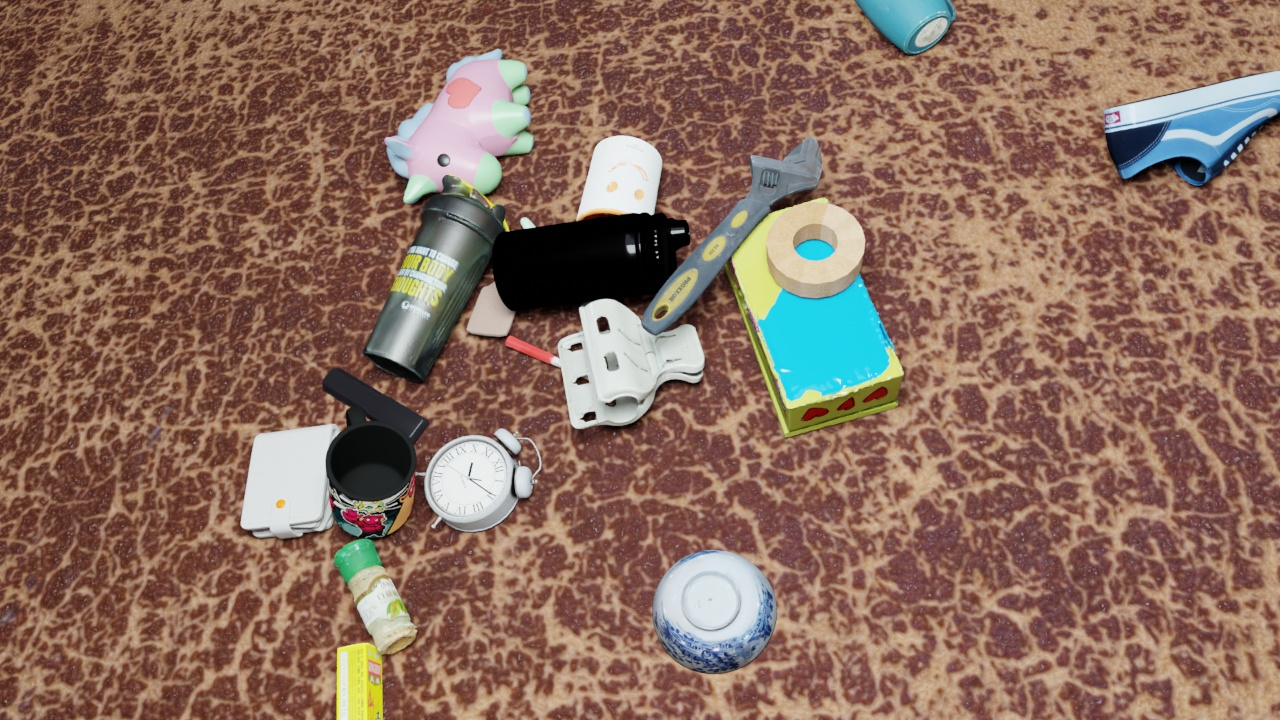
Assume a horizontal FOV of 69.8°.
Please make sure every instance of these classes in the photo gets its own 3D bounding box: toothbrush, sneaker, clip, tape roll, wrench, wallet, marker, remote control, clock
[{"bbox_3d":[-0.094,-0.110,1.035,0.022,0.015,0.154,-25,61,-26],"label":"toothbrush"},{"bbox_3d":[0.601,-0.240,0.960,0.241,0.083,0.098,-14,100,-6],"label":"sneaker"},{"bbox_3d":[-0.011,-0.006,0.924,0.152,0.101,0.126,-18,53,6],"label":"clip"},{"bbox_3d":[0.170,-0.108,0.896,0.094,0.027,0.093,-4,64,7],"label":"tape roll"},{"bbox_3d":[0.093,-0.128,0.921,0.073,0.022,0.273,36,74,15],"label":"wrench"},{"bbox_3d":[-0.347,0.124,0.952,0.115,0.037,0.118,-8,59,6],"label":"wallet"},{"bbox_3d":[-0.082,0.004,0.978,0.142,0.013,0.012,23,70,19],"label":"marker"},{"bbox_3d":[-0.289,0.046,0.991,0.136,0.015,0.032,27,71,21],"label":"remote control"},{"bbox_3d":[-0.158,0.117,0.922,0.122,0.035,0.094,-25,63,-2],"label":"clock"}]

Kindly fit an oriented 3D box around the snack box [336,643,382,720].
[{"bbox_3d":[-0.253,0.334,0.828,0.029,0.040,0.147,-11,63,3],"label":"snack box"}]

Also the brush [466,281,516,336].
[{"bbox_3d":[-0.152,-0.082,1.035,0.050,0.015,0.135,6,59,17],"label":"brush"}]

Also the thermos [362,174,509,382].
[{"bbox_3d":[-0.222,-0.088,1.008,0.098,0.098,0.220,16,72,17],"label":"thermos"}]

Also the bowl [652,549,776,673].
[{"bbox_3d":[0.064,0.221,0.826,0.114,0.045,0.114,-4,63,8],"label":"bowl"}]

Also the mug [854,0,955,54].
[{"bbox_3d":[0.325,-0.423,1.089,0.112,0.085,0.104,-14,65,-30],"label":"mug"}]

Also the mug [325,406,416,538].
[{"bbox_3d":[-0.268,0.102,0.898,0.081,0.098,0.118,-13,64,-23],"label":"mug"}]

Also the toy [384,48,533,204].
[{"bbox_3d":[-0.216,-0.284,1.097,0.171,0.120,0.221,-5,64,-4],"label":"toy"}]

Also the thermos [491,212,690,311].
[{"bbox_3d":[-0.046,-0.105,0.959,0.199,0.086,0.086,-6,63,17],"label":"thermos"}]

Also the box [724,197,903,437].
[{"bbox_3d":[0.168,-0.044,0.925,0.124,0.079,0.220,-18,64,0],"label":"box"}]

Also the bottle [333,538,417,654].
[{"bbox_3d":[-0.255,0.226,0.881,0.043,0.043,0.111,-33,63,-7],"label":"bottle"}]

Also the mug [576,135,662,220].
[{"bbox_3d":[-0.023,-0.183,1.022,0.082,0.082,0.105,5,63,12],"label":"mug"}]
